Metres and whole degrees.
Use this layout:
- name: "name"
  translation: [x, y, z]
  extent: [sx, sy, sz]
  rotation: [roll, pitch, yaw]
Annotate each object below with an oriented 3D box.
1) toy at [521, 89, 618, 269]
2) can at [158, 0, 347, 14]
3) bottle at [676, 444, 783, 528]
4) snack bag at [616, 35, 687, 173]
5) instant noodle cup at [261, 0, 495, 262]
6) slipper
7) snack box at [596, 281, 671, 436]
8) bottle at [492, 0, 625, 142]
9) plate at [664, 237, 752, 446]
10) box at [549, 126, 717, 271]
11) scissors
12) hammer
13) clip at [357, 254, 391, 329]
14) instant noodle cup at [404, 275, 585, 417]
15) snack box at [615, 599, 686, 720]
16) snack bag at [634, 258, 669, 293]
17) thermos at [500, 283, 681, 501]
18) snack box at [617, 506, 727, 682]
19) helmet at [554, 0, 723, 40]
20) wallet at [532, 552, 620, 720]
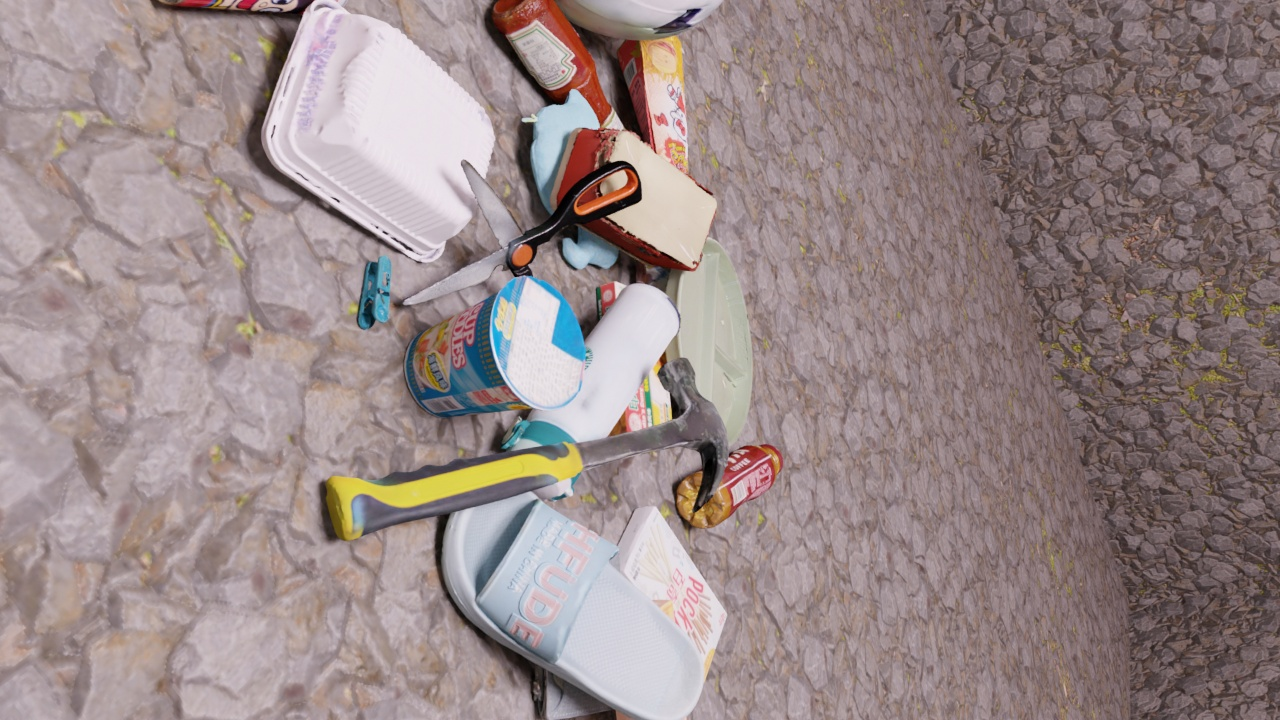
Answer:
- name: "toy"
  translation: [-0.062, -0.173, 0.879]
  extent: [0.156, 0.050, 0.161]
  rotation: [33, 63, -51]
- name: "can"
  translation: [-0.260, -0.263, 0.616]
  extent: [0.132, 0.053, 0.053]
  rotation: [-28, 101, -56]
- name: "bottle"
  translation: [0.103, 0.130, 0.994]
  extent: [0.174, 0.058, 0.057]
  rotation: [-17, 91, -57]
- name: "snack bag"
  translation: [0.023, -0.255, 1.017]
  extent: [0.128, 0.073, 0.207]
  rotation: [29, 52, -76]
- name: "instant noodle cup"
  translation: [-0.175, -0.165, 0.668]
  extent: [0.173, 0.060, 0.137]
  rotation: [35, 59, -51]
- name: "slipper"
  translation: [-0.044, 0.184, 0.685]
  extent: [0.245, 0.074, 0.103]
  rotation: [41, 57, -9]
- name: "snack box"
  translation: [-0.005, 0.005, 0.910]
  extent: [0.077, 0.027, 0.155]
  rotation: [15, 65, -51]
- name: "bottle"
  translation: [-0.065, -0.276, 0.907]
  extent: [0.206, 0.060, 0.059]
  rotation: [48, 41, -42]
- name: "plate"
  translation: [0.076, -0.019, 1.006]
  extent: [0.229, 0.028, 0.230]
  rotation: [-6, 90, -65]
- name: "box"
  translation: [0.005, -0.150, 0.863]
  extent: [0.168, 0.078, 0.091]
  rotation: [23, 82, -50]
- name: "scissors"
  translation: [-0.088, -0.082, 0.742]
  extent: [0.229, 0.022, 0.221]
  rotation: [-31, 139, -26]
- name: "hammer"
  translation: [-0.065, 0.078, 0.680]
  extent: [0.322, 0.032, 0.126]
  rotation: [-10, 63, -35]
- name: "clip"
  translation: [-0.192, -0.049, 0.664]
  extent: [0.014, 0.046, 0.056]
  rotation: [29, 54, -47]
- name: "instant noodle cup"
  translation: [-0.113, 0.000, 0.678]
  extent: [0.099, 0.110, 0.099]
  rotation: [25, 57, -48]
- name: "snack box"
  translation: [0.009, 0.291, 0.778]
  extent: [0.084, 0.026, 0.157]
  rotation: [-7, 91, -65]
- name: "snack bag"
  translation: [0.028, -0.080, 0.995]
  extent: [0.104, 0.026, 0.048]
  rotation: [32, 47, -46]
- name: "thermos"
  translation: [-0.042, 0.024, 0.793]
  extent: [0.073, 0.073, 0.223]
  rotation: [57, 46, -25]
- name: "snack box"
  translation: [0.027, 0.223, 0.873]
  extent: [0.157, 0.027, 0.084]
  rotation: [58, 37, -23]
- name: "helmet"
  translation: [-0.025, -0.393, 0.891]
  extent: [0.258, 0.229, 0.146]
  rotation: [3, 104, -26]
- name: "wallet"
  translation: [-0.047, 0.222, 0.753]
  extent: [0.106, 0.037, 0.129]
  rotation: [19, 64, -54]
